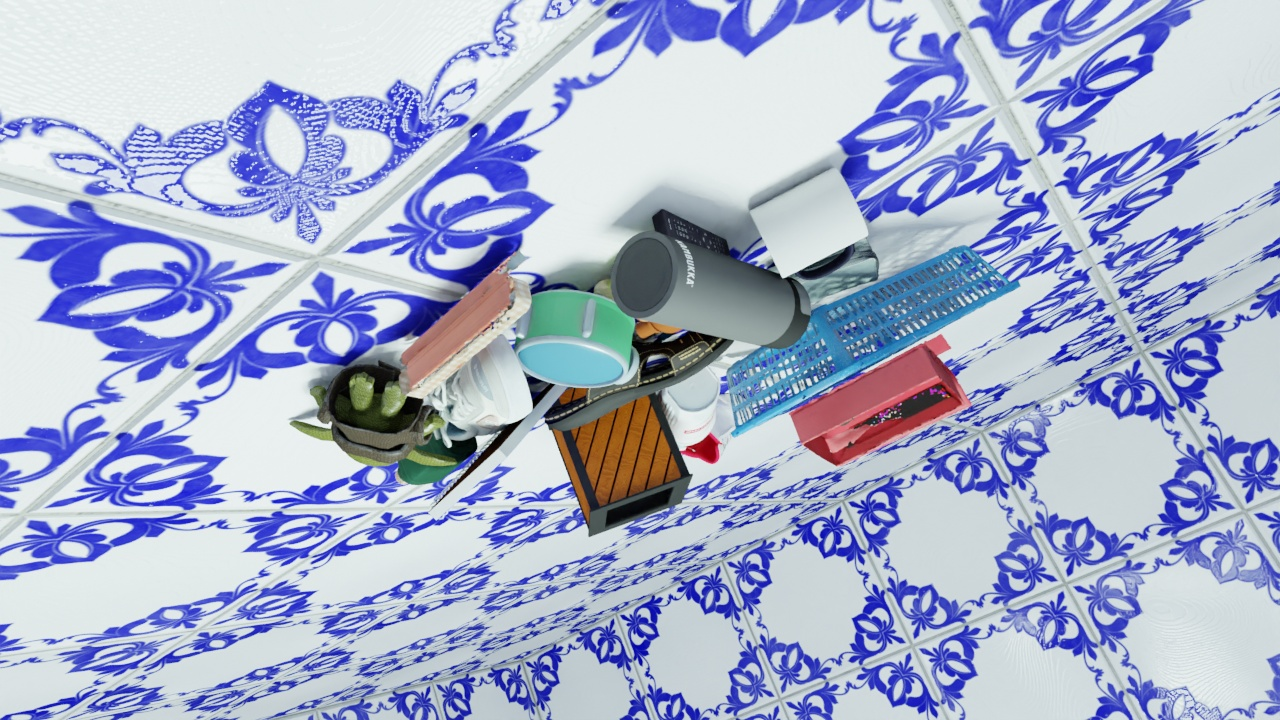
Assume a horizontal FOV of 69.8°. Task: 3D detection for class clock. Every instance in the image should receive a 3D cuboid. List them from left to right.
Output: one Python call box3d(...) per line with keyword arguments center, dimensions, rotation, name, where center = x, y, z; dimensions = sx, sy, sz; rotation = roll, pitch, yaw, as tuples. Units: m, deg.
box3d(center=(-0.064, -0.016, 0.978), dimensions=(0.122, 0.075, 0.161), rotation=(-1, 155, 17), name="clock")

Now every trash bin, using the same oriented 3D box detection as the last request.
box3d(center=(-0.033, 0.121, 1.249), dimensions=(0.139, 0.171, 0.140), rotation=(-18, 159, -11), name="trash bin")

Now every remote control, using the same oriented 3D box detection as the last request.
box3d(center=(0.056, -0.123, 0.943), dimensions=(0.015, 0.032, 0.136), rotation=(-21, 162, 29), name="remote control")

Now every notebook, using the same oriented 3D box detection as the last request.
box3d(center=(-0.158, 0.092, 1.105), dimensions=(0.172, 0.022, 0.208), rotation=(-41, -173, 38), name="notebook")

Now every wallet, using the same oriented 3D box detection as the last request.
box3d(center=(0.221, -0.107, 1.117), dimensions=(0.132, 0.054, 0.100), rotation=(-24, 160, 10), name="wallet")

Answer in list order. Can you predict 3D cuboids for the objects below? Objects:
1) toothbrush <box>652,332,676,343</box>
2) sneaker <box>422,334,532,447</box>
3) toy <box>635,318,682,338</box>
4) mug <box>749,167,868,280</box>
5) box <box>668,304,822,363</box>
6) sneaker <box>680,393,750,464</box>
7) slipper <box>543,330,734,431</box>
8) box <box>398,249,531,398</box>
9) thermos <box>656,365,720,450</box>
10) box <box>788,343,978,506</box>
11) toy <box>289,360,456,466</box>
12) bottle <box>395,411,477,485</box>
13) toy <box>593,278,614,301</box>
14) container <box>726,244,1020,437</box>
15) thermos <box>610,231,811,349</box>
box3d(center=(0.045, -0.041, 1.156), dimensions=(0.190, 0.016, 0.017), rotation=(-38, 164, 36), name="toothbrush")
box3d(center=(-0.183, 0.044, 0.999), dimensions=(0.090, 0.089, 0.243), rotation=(-23, 171, -22), name="sneaker")
box3d(center=(0.049, -0.066, 1.053), dimensions=(0.128, 0.065, 0.094), rotation=(-26, 153, 32), name="toy")
box3d(center=(0.180, -0.131, 0.958), dimensions=(0.097, 0.078, 0.112), rotation=(-27, 132, 10), name="mug")
box3d(center=(0.145, -0.032, 1.258), dimensions=(0.209, 0.036, 0.130), rotation=(-12, 161, -28), name="box")
box3d(center=(0.110, 0.117, 1.480), dimensions=(0.091, 0.104, 0.236), rotation=(-35, 156, 29), name="sneaker")
box3d(center=(-0.007, 0.007, 1.124), dimensions=(0.268, 0.076, 0.112), rotation=(-25, -174, 13), name="slipper")
box3d(center=(-0.172, -0.034, 0.876), dimensions=(0.187, 0.082, 0.042), rotation=(-34, 146, 32), name="box")
box3d(center=(0.062, 0.062, 1.279), dimensions=(0.099, 0.099, 0.220), rotation=(-21, 167, -5), name="thermos")
box3d(center=(0.329, 0.069, 1.263), dimensions=(0.215, 0.153, 0.164), rotation=(-30, -168, 23), name="box")
box3d(center=(-0.278, 0.060, 0.968), dimensions=(0.179, 0.078, 0.153), rotation=(15, 151, -9), name="toy")
box3d(center=(-0.269, 0.120, 1.161), dimensions=(0.061, 0.061, 0.132), rotation=(-1, 151, -49), name="bottle")
box3d(center=(-0.006, -0.077, 0.974), dimensions=(0.115, 0.046, 0.092), rotation=(-26, 158, 31), name="toy")
box3d(center=(0.289, -0.035, 1.202), dimensions=(0.361, 0.089, 0.258), rotation=(-23, 171, -34), name="container")
box3d(center=(0.080, -0.066, 0.935), dimensions=(0.082, 0.082, 0.240), rotation=(-36, 152, 31), name="thermos")
